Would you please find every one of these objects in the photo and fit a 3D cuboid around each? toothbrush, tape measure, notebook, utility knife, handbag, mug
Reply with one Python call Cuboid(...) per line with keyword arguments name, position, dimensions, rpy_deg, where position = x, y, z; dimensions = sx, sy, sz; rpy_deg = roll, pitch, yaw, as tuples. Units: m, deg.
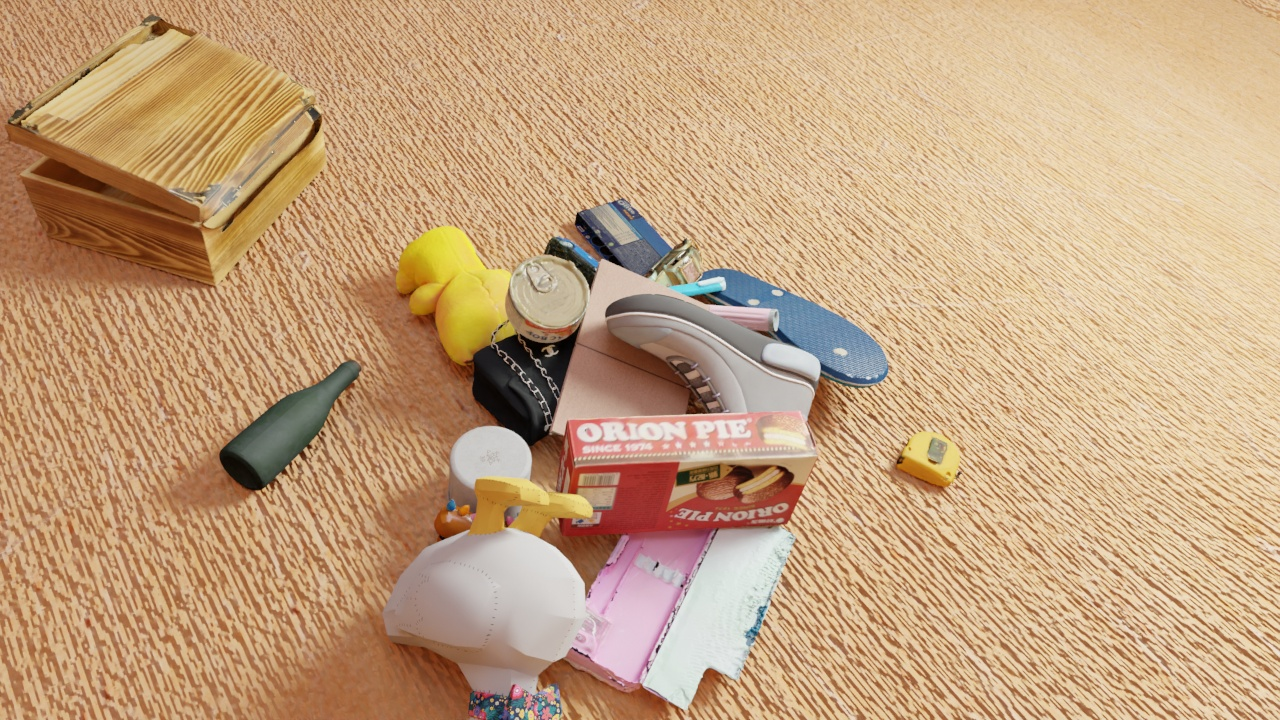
Cuboid(name="toothbrush", position=(0.057, -0.057, 1.109), dimensions=(0.223, 0.027, 0.026), rpy_deg=(6, 33, 22))
Cuboid(name="tape measure", position=(0.332, 0.109, 1.044), dimensions=(0.068, 0.030, 0.058), rpy_deg=(26, 50, 13))
Cuboid(name="notebook", position=(-0.006, 0.006, 0.999), dimensions=(0.141, 0.008, 0.208), rpy_deg=(22, 65, -17))
Cuboid(name="utility knife", position=(0.028, -0.083, 1.126), dimensions=(0.168, 0.015, 0.022), rpy_deg=(-11, 41, -17))
Cuboid(name="handbag", position=(-0.092, 0.007, 1.000), dimensions=(0.153, 0.115, 0.125), rpy_deg=(-23, 57, -33))
Cuboid(name="mug", position=(-0.155, 0.106, 0.927), dimensions=(0.084, 0.071, 0.113), rpy_deg=(-8, 51, -18))

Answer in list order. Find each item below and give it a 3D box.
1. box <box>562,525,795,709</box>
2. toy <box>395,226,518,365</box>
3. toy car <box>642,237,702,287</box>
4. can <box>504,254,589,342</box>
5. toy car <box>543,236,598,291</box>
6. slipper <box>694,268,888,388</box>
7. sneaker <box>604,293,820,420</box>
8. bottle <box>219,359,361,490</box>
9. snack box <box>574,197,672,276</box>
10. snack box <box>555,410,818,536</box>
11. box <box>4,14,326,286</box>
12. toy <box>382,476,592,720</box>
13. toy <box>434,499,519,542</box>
Cuboid(name="box", position=(0.043, 0.220, 0.882), dimensions=(0.159, 0.035, 0.229), rpy_deg=(24, 47, 12))
Cuboid(name="toy", position=(-0.199, -0.083, 1.083), dimensions=(0.134, 0.088, 0.194), rpy_deg=(-20, 53, -31))
Cuboid(name="toy car", position=(0.048, -0.111, 1.162), dimensions=(0.111, 0.047, 0.047), rpy_deg=(-44, 29, -23))
Cuboid(name="can", position=(-0.099, -0.065, 0.967), dimensions=(0.086, 0.043, 0.086), rpy_deg=(6, 66, -14))
Cuboid(name="toy car", position=(-0.075, -0.112, 1.154), dimensions=(0.043, 0.056, 0.120), rpy_deg=(-5, 39, -46))
Cuboid(name="slipper", position=(0.181, -0.034, 1.132), dimensions=(0.118, 0.060, 0.295), rpy_deg=(-22, 42, -34))
Cuboid(name="sneaker", position=(0.069, 0.036, 0.975), dimensions=(0.256, 0.093, 0.160), rpy_deg=(18, 74, -20))
Cuboid(name="bottle", position=(-0.350, 0.057, 0.947), dimensions=(0.055, 0.055, 0.173), rpy_deg=(25, 47, 12))
Cuboid(name="snack box", position=(-0.015, -0.156, 1.225), dimensions=(0.082, 0.027, 0.150), rpy_deg=(-20, 55, -28))
Cuboid(name="snack box", position=(0.041, 0.110, 0.886), dimensions=(0.236, 0.113, 0.060), rpy_deg=(-1, 46, -13))
Cuboid(name="box", position=(-0.554, -0.259, 1.125), dimensions=(0.247, 0.176, 0.278), rpy_deg=(18, 45, 3))
Cuboid(name="toy", position=(-0.123, 0.234, 0.767), dimensions=(0.247, 0.141, 0.267), rpy_deg=(5, 77, 31))
Cuboid(name="toy", position=(-0.142, 0.154, 0.862), dimensions=(0.090, 0.103, 0.070), rpy_deg=(31, 27, -13))
